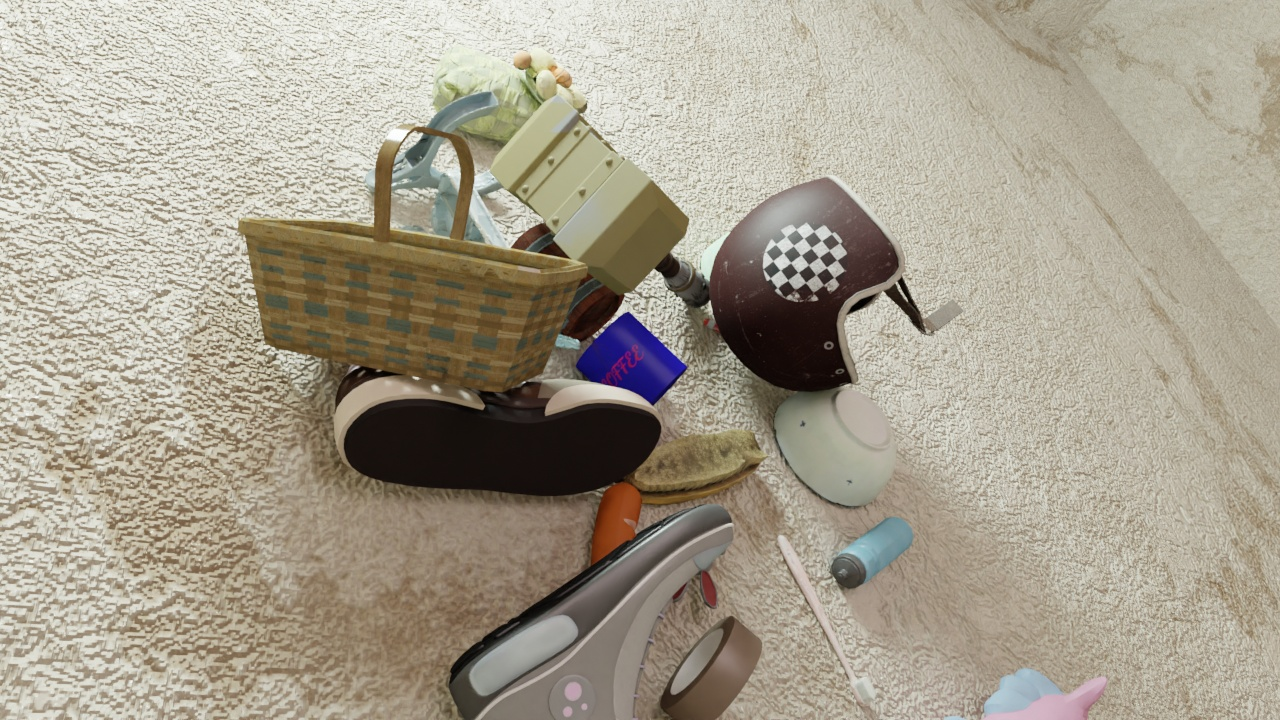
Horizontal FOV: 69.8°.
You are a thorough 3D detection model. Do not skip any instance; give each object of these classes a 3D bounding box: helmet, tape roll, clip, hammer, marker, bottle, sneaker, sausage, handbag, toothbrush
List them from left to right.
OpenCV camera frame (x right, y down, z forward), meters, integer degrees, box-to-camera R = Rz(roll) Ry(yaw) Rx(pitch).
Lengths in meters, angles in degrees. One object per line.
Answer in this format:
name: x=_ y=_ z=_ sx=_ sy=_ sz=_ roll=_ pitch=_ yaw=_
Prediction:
clip: x=-0.195 y=-0.231 z=0.965 sx=0.168 sy=0.165 sz=0.031 roll=-11 pitch=60 yaw=-40
sneaker: x=-0.124 y=0.045 z=0.809 sx=0.293 sy=0.112 sz=0.116 roll=2 pitch=34 yaw=-29
handbag: x=-0.152 y=-0.325 z=1.111 sx=0.186 sy=0.117 sz=0.113 roll=16 pitch=45 yaw=-28
sausage: x=-0.021 y=0.177 z=0.800 sx=0.044 sy=0.039 sz=0.164 roll=10 pitch=47 yaw=-10
sneaker: x=-0.004 y=0.228 z=0.694 sx=0.256 sy=0.093 sz=0.160 roll=-28 pitch=82 yaw=-25
hammer: x=0.002 y=-0.127 z=0.989 sx=0.190 sy=0.101 sz=0.324 roll=48 pitch=8 yaw=31
tape roll: x=0.057 y=0.255 z=0.747 sx=0.030 sy=0.094 sz=0.093 roll=41 pitch=40 yaw=1
marker: x=0.139 y=-0.018 z=1.130 sx=0.142 sy=0.013 sz=0.012 roll=26 pitch=41 yaw=-16
toothbrush: x=0.181 y=0.252 z=0.906 sx=0.015 sy=0.018 sz=0.181 roll=-2 pitch=54 yaw=-39
helmet: x=0.208 y=-0.083 z=1.036 sx=0.234 sy=0.254 sz=0.233 roll=55 pitch=6 yaw=6
bottle: x=0.246 y=0.206 z=0.980 sx=0.129 sy=0.040 sz=0.040 roll=-19 pitch=66 yaw=-46

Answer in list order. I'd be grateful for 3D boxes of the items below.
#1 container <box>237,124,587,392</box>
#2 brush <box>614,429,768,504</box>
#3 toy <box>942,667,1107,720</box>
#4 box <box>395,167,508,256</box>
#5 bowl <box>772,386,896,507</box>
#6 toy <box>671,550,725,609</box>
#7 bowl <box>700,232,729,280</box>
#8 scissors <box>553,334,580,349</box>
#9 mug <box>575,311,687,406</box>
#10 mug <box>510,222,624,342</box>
container: x=-0.177 y=-0.092 z=0.743 sx=0.250 sy=0.186 sz=0.157 roll=11 pitch=10 yaw=10
brush: x=0.057 y=0.106 z=0.925 sx=0.195 sy=0.043 sz=0.059 roll=-7 pitch=58 yaw=-40
toy: x=0.353 y=0.368 z=0.865 sx=0.222 sy=0.120 sz=0.170 roll=23 pitch=52 yaw=-20
box: x=-0.171 y=-0.079 z=0.876 sx=0.129 sy=0.106 sz=0.210 roll=-20 pitch=67 yaw=-43
bowl: x=0.236 y=0.086 z=1.060 sx=0.153 sy=0.073 sz=0.153 roll=22 pitch=41 yaw=-21
toy: x=0.054 y=0.186 z=0.858 sx=0.049 sy=0.030 sz=0.111 roll=7 pitch=40 yaw=6
bowl: x=0.160 y=-0.118 z=1.190 sx=0.150 sy=0.077 sz=0.150 roll=20 pitch=44 yaw=-21
scissors: x=-0.090 y=-0.022 z=0.874 sx=0.015 sy=0.136 sz=0.055 roll=-25 pitch=110 yaw=-32
mug: x=-0.006 y=0.006 z=0.955 sx=0.083 sy=0.079 sz=0.111 roll=44 pitch=12 yaw=5
mug: x=-0.093 y=-0.079 z=0.957 sx=0.111 sy=0.082 sz=0.117 roll=47 pitch=40 yaw=15
